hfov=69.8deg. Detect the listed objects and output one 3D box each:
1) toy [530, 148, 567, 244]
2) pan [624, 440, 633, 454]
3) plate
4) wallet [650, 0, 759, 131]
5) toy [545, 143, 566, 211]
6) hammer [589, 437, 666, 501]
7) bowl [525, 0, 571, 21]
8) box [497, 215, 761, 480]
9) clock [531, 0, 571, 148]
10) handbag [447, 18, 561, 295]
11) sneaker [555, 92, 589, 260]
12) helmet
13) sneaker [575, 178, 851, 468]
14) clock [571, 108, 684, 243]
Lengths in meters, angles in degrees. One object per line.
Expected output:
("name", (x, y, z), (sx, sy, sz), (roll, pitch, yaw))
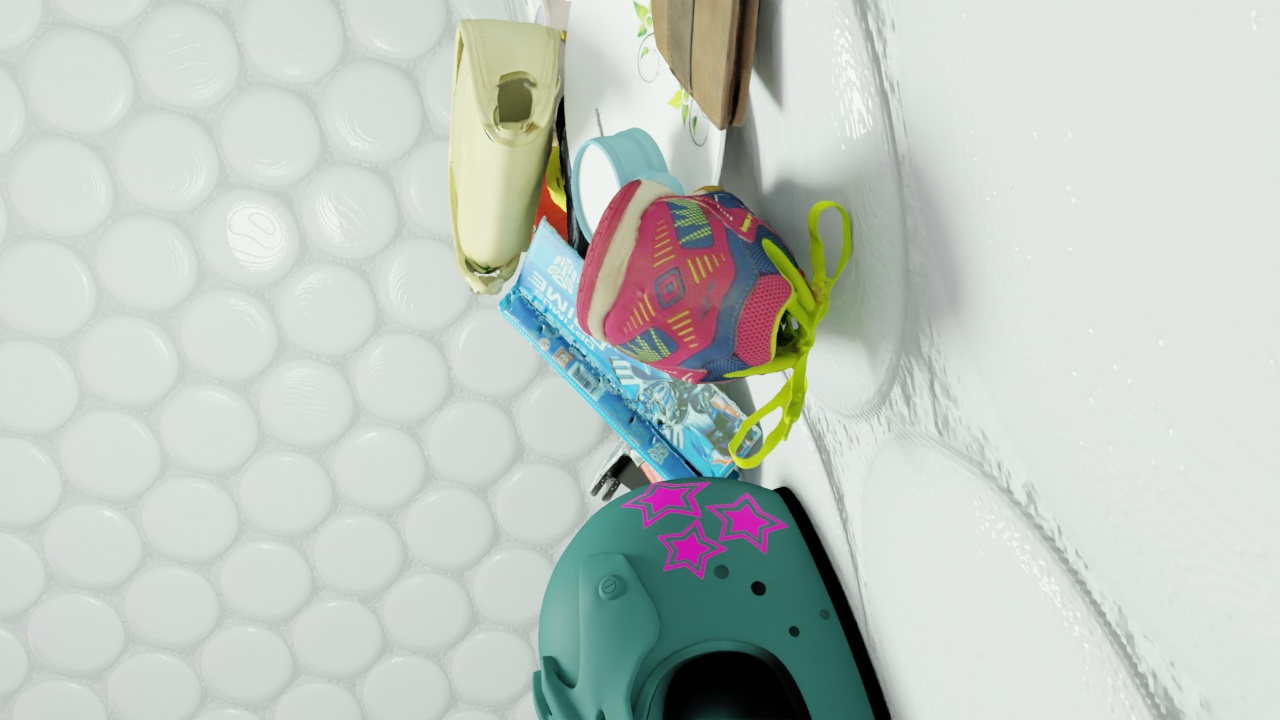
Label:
("toy", (-0.082, -0.187, 0.987), (0.147, 0.099, 0.215), (43, -154, -21))
("pan", (-0.004, -0.076, 0.967), (0.200, 0.051, 0.357), (-107, 17, -76))
("plate", (0.007, -0.162, 0.574), (0.230, 0.030, 0.229), (171, 90, -66))
("wallet", (0.029, -0.181, 0.420), (0.121, 0.027, 0.098), (92, 161, -44))
("toy", (-0.043, -0.176, 0.872), (0.095, 0.094, 0.041), (51, -167, -32))
("hammer", (0.049, 0.193, 0.964), (0.036, 0.141, 0.326), (34, -162, -44))
("bowl", (-0.090, -0.385, 0.952), (0.177, 0.058, 0.176), (163, 91, -84))
("box", (-0.018, 0.016, 0.751), (0.243, 0.070, 0.171), (44, 165, 12))
("clock", (-0.076, -0.271, 0.874), (0.158, 0.058, 0.116), (112, 154, -48))
("handbag", (-0.107, -0.172, 0.744), (0.233, 0.088, 0.190), (113, 154, -56))
("sneaker", (-0.027, -0.155, 0.805), (0.253, 0.097, 0.150), (85, 174, -57))
("helmet", (0.032, 0.208, 0.589), (0.177, 0.200, 0.274), (81, 172, -50))
("sneaker", (0.046, -0.021, 0.432), (0.241, 0.091, 0.116), (-13, -58, -74))
("clock", (-0.002, -0.085, 0.539), (0.123, 0.041, 0.088), (62, 150, 26))
